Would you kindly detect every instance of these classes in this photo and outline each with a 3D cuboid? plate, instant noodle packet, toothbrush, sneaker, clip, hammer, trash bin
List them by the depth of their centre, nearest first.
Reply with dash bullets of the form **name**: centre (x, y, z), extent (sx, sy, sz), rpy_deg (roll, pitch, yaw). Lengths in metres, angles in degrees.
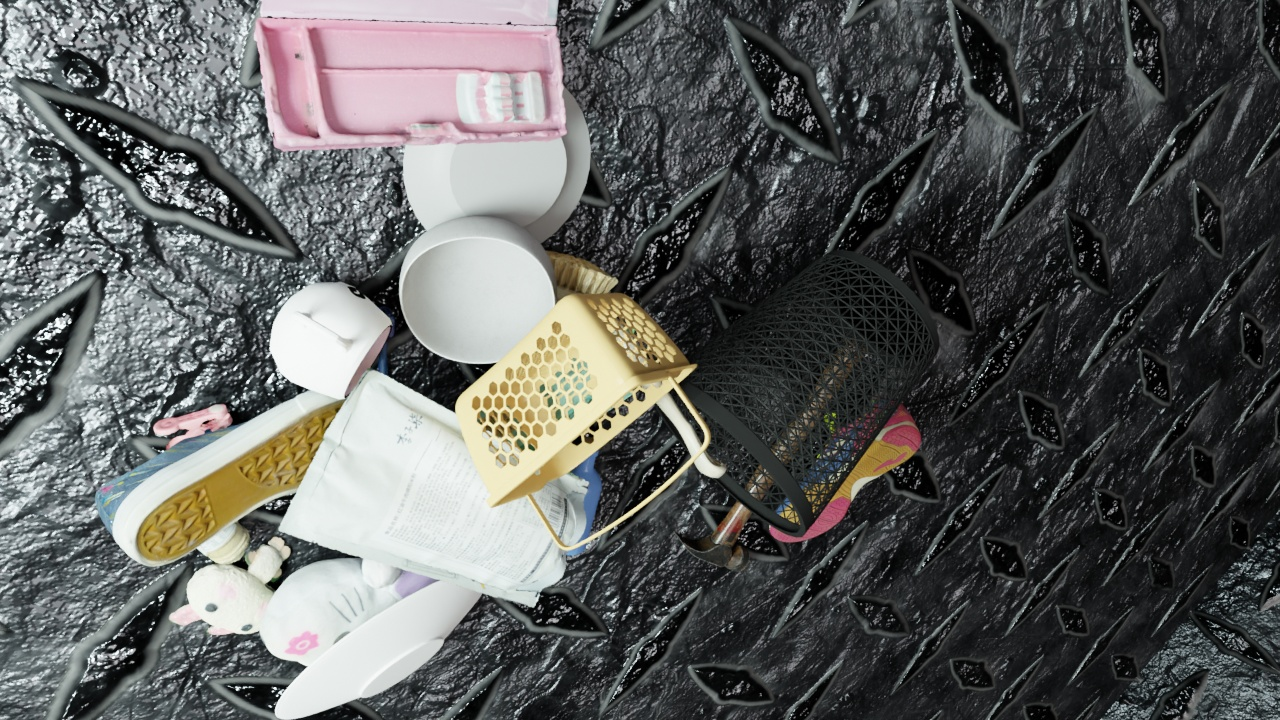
- **sneaker**: centre (-0.322, 0.074, 0.743), extent (0.234, 0.079, 0.088), rpy_deg (-34, 140, -48)
- **clip**: centre (-0.368, 0.051, 0.755), extent (0.057, 0.022, 0.035), rpy_deg (-27, 125, -24)
- **plate**: centre (-0.116, -0.166, 0.791), extent (0.172, 0.019, 0.173), rpy_deg (-16, 124, -25)
- **instant noodle packet**: centre (-0.167, 0.124, 0.816), extent (0.269, 0.057, 0.146), rpy_deg (32, 78, -37)
- **toothbrush**: centre (-0.234, 0.041, 0.836), extent (0.016, 0.017, 0.190), rpy_deg (-6, 119, -29)
- **plate**: centre (-0.238, 0.286, 0.891), extent (0.229, 0.030, 0.230), rpy_deg (-34, 162, -13)
- **toothbrush**: centre (-0.024, 0.020, 0.963), extent (0.017, 0.014, 0.188), rpy_deg (-5, 119, -46)
- **trash bin**: centre (0.173, 0.023, 0.975), extent (0.243, 0.217, 0.217), rpy_deg (-43, 131, -13)
- **hammer**: centre (0.168, 0.112, 1.130), extent (0.120, 0.033, 0.330), rpy_deg (27, 99, -39)
- **sneaker**: centre (0.253, 0.140, 1.179), extent (0.116, 0.091, 0.242), rpy_deg (26, 120, -35)

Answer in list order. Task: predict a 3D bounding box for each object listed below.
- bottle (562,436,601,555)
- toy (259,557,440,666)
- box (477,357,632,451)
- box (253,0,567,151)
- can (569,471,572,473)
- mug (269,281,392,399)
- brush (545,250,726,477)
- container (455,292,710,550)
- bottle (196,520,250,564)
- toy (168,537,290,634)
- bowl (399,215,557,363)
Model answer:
- **bottle**: centre (-0.068, 0.142, 0.982), extent (0.048, 0.048, 0.131), rpy_deg (0, 116, -33)
- **toy**: centre (-0.254, 0.210, 0.871), extent (0.208, 0.085, 0.138), rpy_deg (-30, 156, -24)
- **box**: centre (-0.107, 0.047, 0.892), extent (0.188, 0.077, 0.079), rpy_deg (-34, 113, -11)
- **box**: centre (-0.167, -0.249, 0.693), extent (0.232, 0.055, 0.180), rpy_deg (-8, 110, -29)
- **can**: centre (-0.122, 0.139, 0.940), extent (0.059, 0.054, 0.100), rpy_deg (36, 94, -34)
- **mug**: centre (-0.250, -0.021, 0.726), extent (0.076, 0.124, 0.090), rpy_deg (32, 80, -6)
- **brush**: centre (-0.005, 0.005, 0.864), extent (0.077, 0.062, 0.272), rpy_deg (-37, 99, 20)
- **container**: centre (-0.043, 0.054, 0.777), extent (0.184, 0.167, 0.129), rpy_deg (-41, 165, 26)
- **bottle**: centre (-0.377, 0.130, 0.780), extent (0.042, 0.042, 0.110), rpy_deg (-35, 131, -11)
- **toy**: centre (-0.367, 0.213, 0.833), extent (0.112, 0.050, 0.087), rpy_deg (-37, 131, -3)
- **bowl**: centre (-0.138, -0.067, 0.792), extent (0.132, 0.064, 0.132), rpy_deg (-3, 128, -4)
